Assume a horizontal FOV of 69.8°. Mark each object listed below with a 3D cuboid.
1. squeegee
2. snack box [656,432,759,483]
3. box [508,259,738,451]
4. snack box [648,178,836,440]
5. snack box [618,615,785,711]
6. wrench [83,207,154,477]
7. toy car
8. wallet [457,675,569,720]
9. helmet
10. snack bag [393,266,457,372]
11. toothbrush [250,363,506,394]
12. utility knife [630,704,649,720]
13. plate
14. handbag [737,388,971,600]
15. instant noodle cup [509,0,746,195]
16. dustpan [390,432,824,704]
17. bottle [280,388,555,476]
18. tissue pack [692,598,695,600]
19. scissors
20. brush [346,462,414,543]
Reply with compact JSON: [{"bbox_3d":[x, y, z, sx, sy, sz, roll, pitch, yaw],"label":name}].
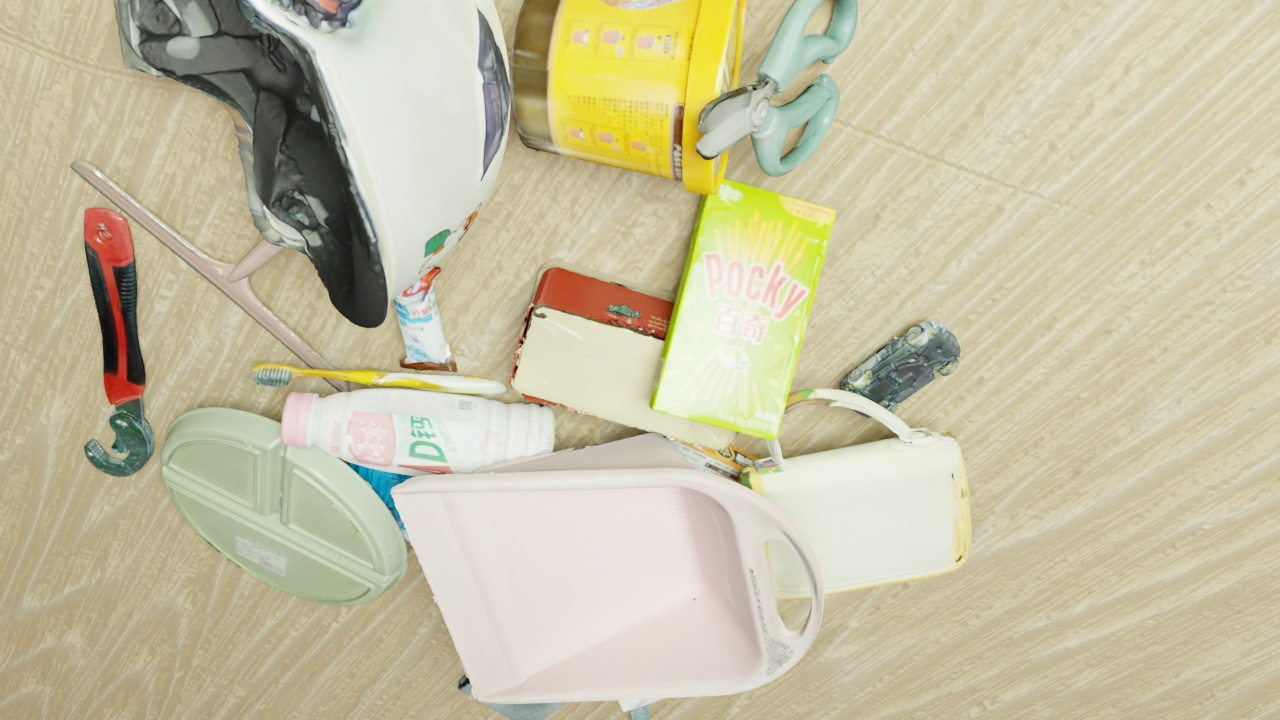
[{"bbox_3d":[-0.224,-0.103,0.622,0.250,0.040,0.247,-32,117,25],"label":"squeegee"},{"bbox_3d":[0.070,0.108,0.751,0.153,0.026,0.075,26,123,-13],"label":"snack box"},{"bbox_3d":[-0.004,0.004,0.650,0.168,0.079,0.091,16,125,-5],"label":"box"},{"bbox_3d":[0.065,-0.033,0.598,0.086,0.026,0.156,15,90,-6],"label":"snack box"},{"bbox_3d":[0.056,0.265,0.812,0.156,0.027,0.085,5,139,-47],"label":"snack box"},{"bbox_3d":[-0.415,-0.002,0.728,0.056,0.016,0.274,17,126,-7],"label":"wrench"},{"bbox_3d":[0.186,0.005,0.660,0.043,0.034,0.091,40,119,-18],"label":"toy car"},{"bbox_3d":[-0.114,0.328,0.937,0.097,0.019,0.121,38,120,-22],"label":"wallet"},{"bbox_3d":[-0.156,-0.168,0.473,0.274,0.156,0.231,51,154,4],"label":"helmet"},{"bbox_3d":[-0.162,-0.030,0.673,0.048,0.026,0.104,2,128,-1],"label":"snack bag"},{"bbox_3d":[-0.198,0.017,0.702,0.191,0.018,0.016,5,136,-9],"label":"toothbrush"},{"bbox_3d":[-0.007,0.303,0.905,0.033,0.015,0.196,-1,123,5],"label":"utility knife"},{"bbox_3d":[-0.304,0.132,0.773,0.230,0.027,0.231,13,132,14],"label":"plate"},{"bbox_3d":[0.154,0.088,0.682,0.163,0.063,0.179,-11,122,4],"label":"handbag"},{"bbox_3d":[-0.005,-0.159,0.515,0.114,0.118,0.119,8,127,9],"label":"instant noodle cup"},{"bbox_3d":[-0.021,0.167,0.657,0.273,0.138,0.223,-21,118,-8],"label":"dustpan"},{"bbox_3d":[-0.166,0.055,0.695,0.197,0.068,0.068,9,127,-11],"label":"bottle"},{"bbox_3d":[-0.002,0.204,0.803,0.090,0.063,0.140,-38,114,18],"label":"tissue pack"},{"bbox_3d":[0.072,-0.127,0.507,0.019,0.185,0.132,26,149,24],"label":"scissors"},{"bbox_3d":[-0.127,0.166,0.800,0.314,0.060,0.110,35,127,-19],"label":"brush"}]
